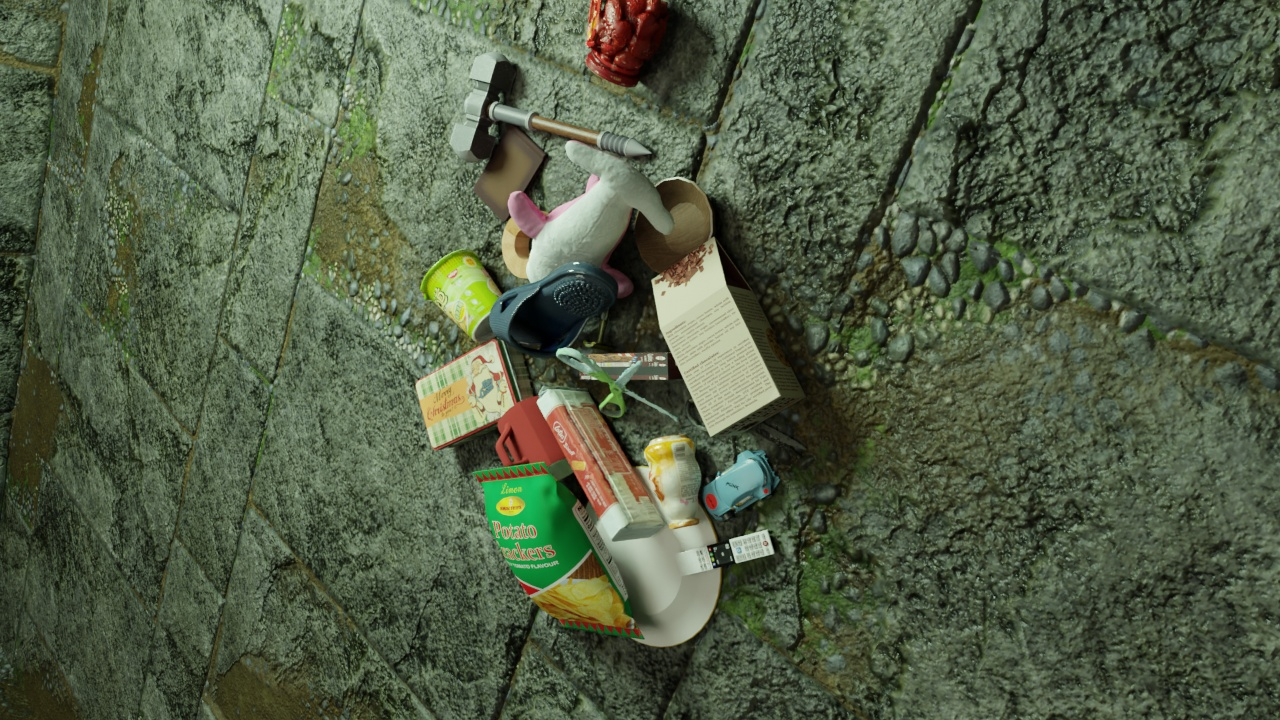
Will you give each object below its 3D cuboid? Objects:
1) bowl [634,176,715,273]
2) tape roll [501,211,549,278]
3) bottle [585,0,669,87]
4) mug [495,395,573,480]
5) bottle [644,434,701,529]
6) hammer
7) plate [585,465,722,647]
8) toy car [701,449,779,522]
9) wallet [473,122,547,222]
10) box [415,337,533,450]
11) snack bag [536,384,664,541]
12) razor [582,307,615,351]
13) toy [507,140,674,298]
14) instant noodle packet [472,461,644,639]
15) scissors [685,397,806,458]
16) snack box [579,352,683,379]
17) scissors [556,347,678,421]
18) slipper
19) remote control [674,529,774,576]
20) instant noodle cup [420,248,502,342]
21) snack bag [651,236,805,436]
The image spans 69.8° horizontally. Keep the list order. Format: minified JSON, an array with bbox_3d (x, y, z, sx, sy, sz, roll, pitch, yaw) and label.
[{"bbox_3d":[0.047,-0.159,1.097,0.118,0.030,0.118,2,94,40],"label":"bowl"},{"bbox_3d":[-0.148,-0.159,1.259,0.094,0.027,0.094,2,94,39],"label":"tape roll"},{"bbox_3d":[-0.021,-0.395,1.095,0.099,0.098,0.111,48,126,27],"label":"bottle"},{"bbox_3d":[-0.142,0.108,1.210,0.081,0.116,0.096,-46,65,36],"label":"mug"},{"bbox_3d":[0.042,0.145,1.093,0.063,0.063,0.108,-20,76,38],"label":"bottle"},{"bbox_3d":[-0.115,-0.309,1.214,0.323,0.043,0.156,23,99,32],"label":"hammer"},{"bbox_3d":[0.003,0.249,1.160,0.230,0.021,0.230,2,94,39],"label":"plate"},{"bbox_3d":[0.108,0.148,1.065,0.108,0.027,0.060,-39,68,34],"label":"toy car"},{"bbox_3d":[-0.184,-0.265,1.292,0.091,0.018,0.116,46,116,28],"label":"wallet"},{"bbox_3d":[-0.242,0.051,1.335,0.206,0.050,0.117,-23,77,39],"label":"box"},{"bbox_3d":[-0.053,0.125,1.147,0.041,0.077,0.225,-52,54,27],"label":"snack bag"},{"bbox_3d":[-0.044,-0.066,1.179,0.026,0.042,0.106,11,90,41],"label":"razor"},{"bbox_3d":[-0.062,-0.174,1.125,0.186,0.127,0.266,36,145,-12],"label":"toy"},{"bbox_3d":[-0.110,0.244,1.171,0.196,0.090,0.253,-15,106,54],"label":"instant noodle packet"},{"bbox_3d":[0.121,0.057,1.059,0.170,0.012,0.132,-6,89,40],"label":"scissors"},{"bbox_3d":[-0.007,0.007,1.137,0.141,0.050,0.032,-1,92,39],"label":"snack box"},{"bbox_3d":[-0.028,0.033,1.121,0.172,0.021,0.172,32,150,-2],"label":"scissors"},{"bbox_3d":[-0.119,-0.045,1.161,0.264,0.101,0.082,-22,43,54],"label":"slipper"},{"bbox_3d":[0.098,0.226,1.074,0.124,0.011,0.028,-21,79,27],"label":"remote control"},{"bbox_3d":[-0.240,-0.087,1.302,0.108,0.098,0.099,47,120,18],"label":"instant noodle cup"},{"bbox_3d":[0.089,-0.028,1.036,0.095,0.069,0.206,-33,71,27],"label":"snack bag"}]
